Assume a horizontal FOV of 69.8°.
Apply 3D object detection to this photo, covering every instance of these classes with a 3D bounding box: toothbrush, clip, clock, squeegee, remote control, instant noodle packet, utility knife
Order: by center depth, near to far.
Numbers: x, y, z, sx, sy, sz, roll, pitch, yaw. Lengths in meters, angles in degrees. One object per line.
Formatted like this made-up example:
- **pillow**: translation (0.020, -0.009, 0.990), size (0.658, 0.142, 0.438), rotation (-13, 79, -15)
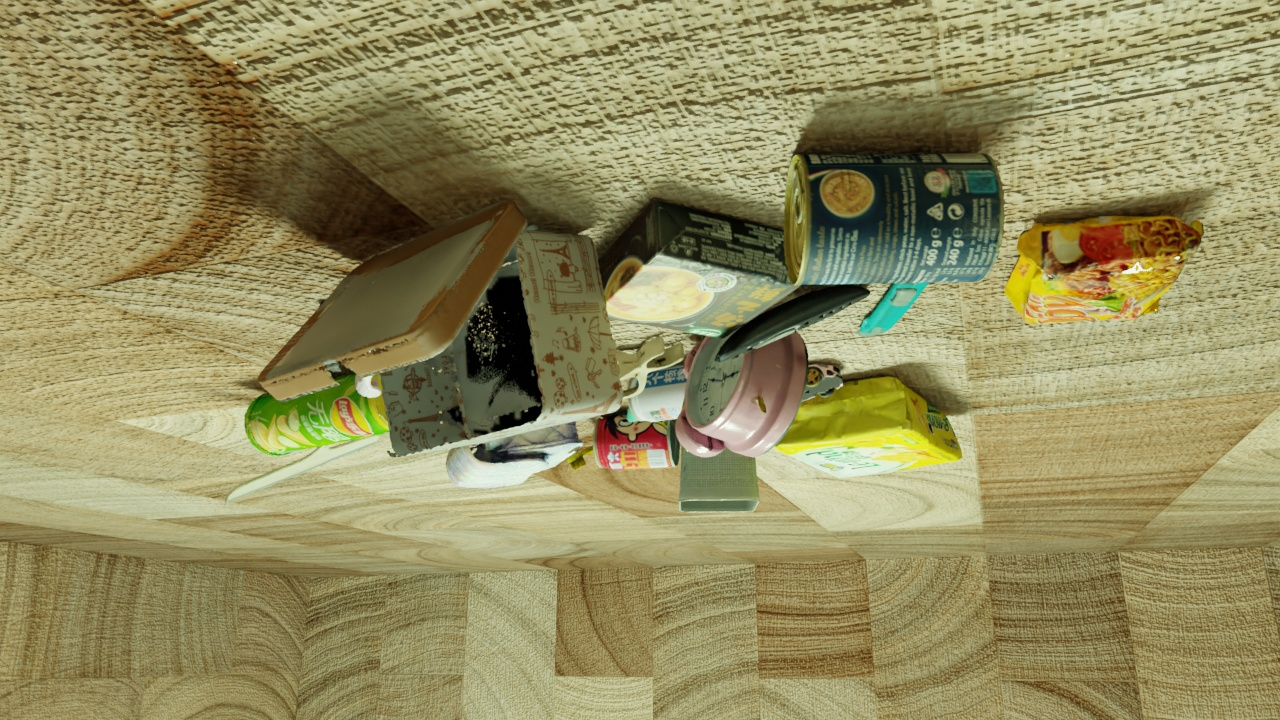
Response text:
- **instant noodle packet**: translation (0.321, -0.060, 0.649), size (0.111, 0.044, 0.128), rotation (-1, 163, 16)
- **remote control**: translation (0.115, -0.033, 0.710), size (0.136, 0.024, 0.053), rotation (-23, 175, -17)
- **utility knife**: translation (0.205, -0.053, 0.715), size (0.029, 0.013, 0.208), rotation (0, 162, -1)
- **toothbrush**: translation (-0.224, -0.016, 0.784), size (0.029, 0.021, 0.190), rotation (35, 145, -2)
- **clock**: translation (0.078, 0.025, 0.801), size (0.059, 0.117, 0.159), rotation (18, 154, -20)
- **clip**: translation (-0.016, 0.004, 0.864), size (0.083, 0.034, 0.105), rotation (7, 156, -23)
- **squeegee**: translation (-0.308, 0.074, 1.049), size (0.247, 0.039, 0.245), rotation (-23, 180, 27)
- **toothbrush**: translation (-0.056, 0.111, 1.118), size (0.016, 0.016, 0.190), rotation (-28, 177, 11)

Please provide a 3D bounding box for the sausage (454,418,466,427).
- **sausage**: translation (-0.204, 0.068, 1.081), size (0.021, 0.021, 0.165), rotation (7, 161, -21)

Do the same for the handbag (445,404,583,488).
- **handbag**: translation (-0.150, 0.102, 1.072), size (0.134, 0.075, 0.194), rotation (-7, 166, -20)

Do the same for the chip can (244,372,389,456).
- **chip can**: translation (-0.321, 0.053, 0.954), size (0.222, 0.072, 0.072), rotation (-11, 159, 33)

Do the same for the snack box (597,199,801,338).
- **snack box**: translation (0.032, -0.060, 0.652), size (0.113, 0.053, 0.126), rotation (9, 155, -25)

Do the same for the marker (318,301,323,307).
- **marker**: translation (-0.224, -0.028, 0.799), size (0.018, 0.015, 0.123), rotation (-16, 153, 37)

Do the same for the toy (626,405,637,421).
- **toy**: translation (0.035, 0.045, 0.999), size (0.092, 0.030, 0.097), rotation (0, 155, -14)

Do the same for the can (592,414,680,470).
- **can**: translation (-0.004, 0.096, 1.092), size (0.094, 0.066, 0.066), rotation (-4, 162, 12)

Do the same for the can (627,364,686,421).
- **can**: translation (0.056, 0.028, 0.903), size (0.135, 0.053, 0.053), rotation (-9, 160, 27)

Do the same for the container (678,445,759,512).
- **container**: translation (0.089, 0.114, 1.067), size (0.090, 0.114, 0.090), rotation (-1, 162, 2)

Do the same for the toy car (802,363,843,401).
- **toy car**: translation (0.146, 0.029, 0.938), size (0.123, 0.037, 0.056), rotation (-21, 157, 21)

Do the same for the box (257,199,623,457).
- **box**: translation (-0.140, -0.017, 0.611), size (0.183, 0.153, 0.177), rotation (-16, 175, 40)

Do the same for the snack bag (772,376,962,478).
- **snack bag**: translation (0.257, 0.078, 1.033), size (0.158, 0.068, 0.246), rotation (-11, 159, 30)

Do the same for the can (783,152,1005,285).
- **can**: translation (0.144, -0.081, 0.530), size (0.111, 0.075, 0.075), rotation (0, 162, 0)
